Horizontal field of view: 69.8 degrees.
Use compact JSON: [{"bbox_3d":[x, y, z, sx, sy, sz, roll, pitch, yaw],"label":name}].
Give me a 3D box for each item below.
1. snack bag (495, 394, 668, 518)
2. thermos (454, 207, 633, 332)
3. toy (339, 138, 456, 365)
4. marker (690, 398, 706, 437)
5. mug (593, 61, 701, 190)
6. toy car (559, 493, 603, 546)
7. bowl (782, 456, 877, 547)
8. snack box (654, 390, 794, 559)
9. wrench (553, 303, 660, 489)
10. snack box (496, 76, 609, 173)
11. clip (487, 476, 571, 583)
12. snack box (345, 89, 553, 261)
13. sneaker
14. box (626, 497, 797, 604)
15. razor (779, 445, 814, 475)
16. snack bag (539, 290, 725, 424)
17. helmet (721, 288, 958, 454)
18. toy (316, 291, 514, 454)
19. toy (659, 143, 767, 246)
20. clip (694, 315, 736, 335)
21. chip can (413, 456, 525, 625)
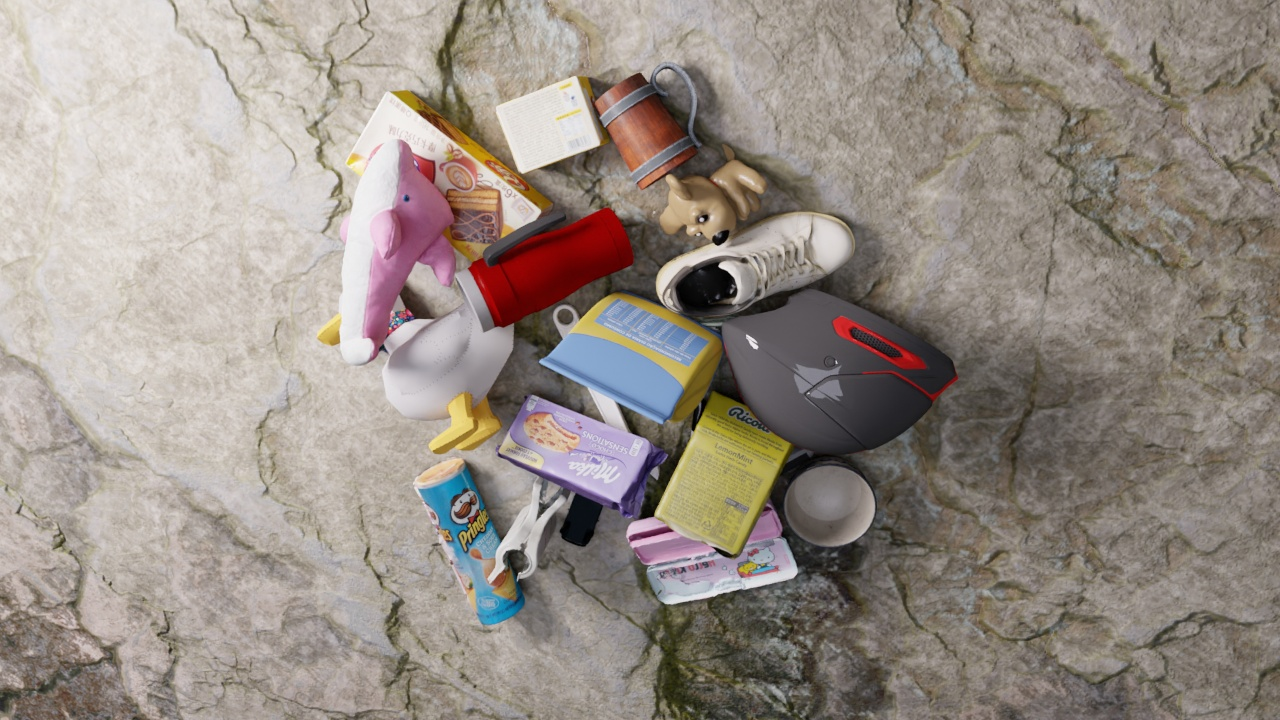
[{"bbox_3d":[-0.077,0.122,1.174,0.205,0.096,0.058,22,155,15],"label":"snack bag"},{"bbox_3d":[-0.115,-0.116,1.078,0.198,0.084,0.108,-26,138,-11],"label":"thermos"},{"bbox_3d":[-0.281,-0.118,1.067,0.127,0.187,0.265,13,95,-29],"label":"toy"},{"bbox_3d":[0.076,0.112,1.203,0.022,0.016,0.139,-2,110,-15],"label":"marker"},{"bbox_3d":[0.019,-0.275,1.060,0.117,0.081,0.111,-33,96,-1],"label":"mug"},{"bbox_3d":[-0.074,0.199,1.243,0.046,0.034,0.112,21,109,2],"label":"toy car"},{"bbox_3d":[0.240,0.173,1.171,0.115,0.059,0.116,3,108,8],"label":"bowl"},{"bbox_3d":[0.106,0.143,1.137,0.121,0.045,0.180,24,80,18],"label":"snack box"},{"bbox_3d":[-0.047,0.051,1.201,0.066,0.018,0.273,-22,102,15],"label":"wrench"},{"bbox_3d":[-0.102,-0.277,1.080,0.106,0.061,0.083,-17,105,14],"label":"snack box"},{"bbox_3d":[-0.135,0.225,1.215,0.091,0.125,0.152,38,105,-6],"label":"clip"},{"bbox_3d":[-0.233,-0.215,1.121,0.230,0.061,0.110,38,110,-4],"label":"snack box"},{"bbox_3d":[0.134,-0.110,1.068,0.241,0.102,0.089,-18,103,6],"label":"sneaker"},{"bbox_3d":[0.096,0.252,1.228,0.201,0.044,0.155,-15,127,15],"label":"box"},{"bbox_3d":[0.147,0.139,1.180,0.156,0.057,0.060,-11,91,10],"label":"razor"},{"bbox_3d":[-0.006,0.006,1.066,0.159,0.204,0.102,26,114,13],"label":"snack bag"},{"bbox_3d":[0.211,0.020,1.062,0.265,0.164,0.170,29,92,5],"label":"helmet"},{"bbox_3d":[-0.269,-0.014,1.159,0.247,0.140,0.267,-31,81,11],"label":"toy"},{"bbox_3d":[0.085,-0.189,1.068,0.108,0.134,0.105,-30,78,-10],"label":"toy"},{"bbox_3d":[0.086,-0.041,1.146,0.074,0.035,0.023,-2,109,16],"label":"clip"},{"bbox_3d":[-0.235,0.250,1.265,0.080,0.079,0.229,-17,104,14],"label":"chip can"}]
